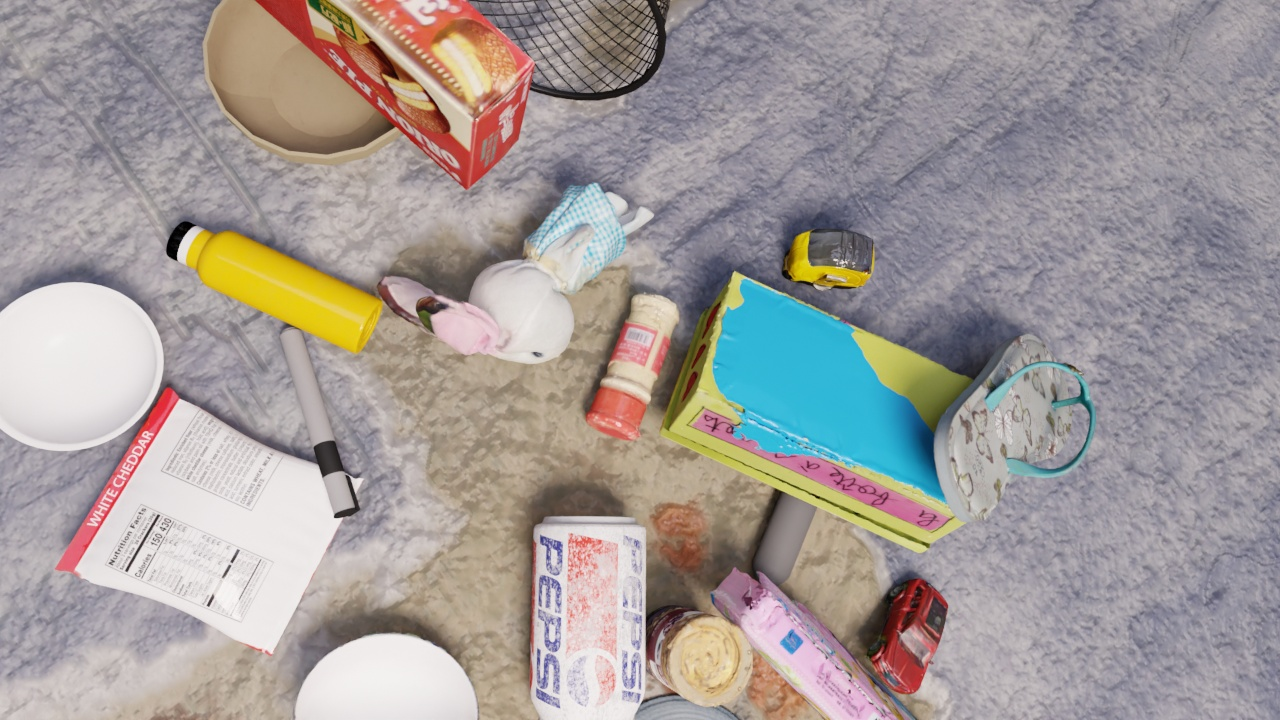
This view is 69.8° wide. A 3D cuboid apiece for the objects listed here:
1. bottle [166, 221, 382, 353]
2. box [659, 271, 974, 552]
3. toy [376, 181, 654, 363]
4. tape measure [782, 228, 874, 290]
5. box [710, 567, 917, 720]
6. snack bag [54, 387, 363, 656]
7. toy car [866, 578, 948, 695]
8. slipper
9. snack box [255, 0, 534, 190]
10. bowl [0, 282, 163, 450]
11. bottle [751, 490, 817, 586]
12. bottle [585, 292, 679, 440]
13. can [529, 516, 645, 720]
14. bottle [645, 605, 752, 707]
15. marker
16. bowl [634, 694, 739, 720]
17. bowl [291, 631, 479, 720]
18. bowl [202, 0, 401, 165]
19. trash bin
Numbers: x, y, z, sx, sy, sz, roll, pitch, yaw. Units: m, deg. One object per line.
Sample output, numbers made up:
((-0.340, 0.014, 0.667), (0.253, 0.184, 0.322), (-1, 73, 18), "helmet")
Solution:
((-0.257, -0.054, 0.643), (0.143, 0.043, 0.043), (25, 76, -6), "bottle")
((0.137, 0.037, 0.675), (0.221, 0.081, 0.124), (22, 56, -5), "box")
((-0.073, -0.058, 0.671), (0.205, 0.131, 0.106), (-35, 119, -23), "toy")
((0.150, -0.077, 0.720), (0.065, 0.064, 0.037), (10, 76, -9), "tape measure")
((0.149, 0.232, 0.636), (0.053, 0.085, 0.230), (-45, 98, -10), "box")
((-0.281, 0.107, 0.609), (0.144, 0.039, 0.130), (27, 71, -10), "snack bag")
((0.201, 0.204, 0.681), (0.042, 0.036, 0.091), (44, 52, -4), "toy car")
((0.280, 0.036, 0.657), (0.268, 0.055, 0.098), (-17, 90, -49), "slipper")
((-0.179, -0.227, 0.601), (0.236, 0.113, 0.060), (42, 73, -1), "snack box")
((-0.371, 0.007, 0.610), (0.110, 0.041, 0.110), (2, 79, -11), "bowl")
((0.103, 0.142, 0.687), (0.030, 0.030, 0.112), (27, 76, -6), "bottle")
((-0.004, 0.004, 0.685), (0.044, 0.044, 0.109), (22, 75, -7), "bottle")
((-0.036, 0.176, 0.628), (0.078, 0.078, 0.136), (3, 79, -11), "can")
((0.034, 0.198, 0.623), (0.056, 0.105, 0.056), (2, 79, -11), "bottle")
((-0.224, 0.041, 0.634), (0.016, 0.016, 0.140), (-19, 73, -14), "marker")
((0.031, 0.305, 0.628), (0.137, 0.057, 0.137), (2, 79, -11), "bowl")
((-0.165, 0.239, 0.586), (0.113, 0.063, 0.113), (15, 38, -12), "bowl")
((-0.233, -0.210, 0.673), (0.152, 0.050, 0.152), (2, 79, -11), "bowl")
((-0.044, -0.337, 0.677), (0.184, 0.184, 0.209), (19, 71, -8), "trash bin")
